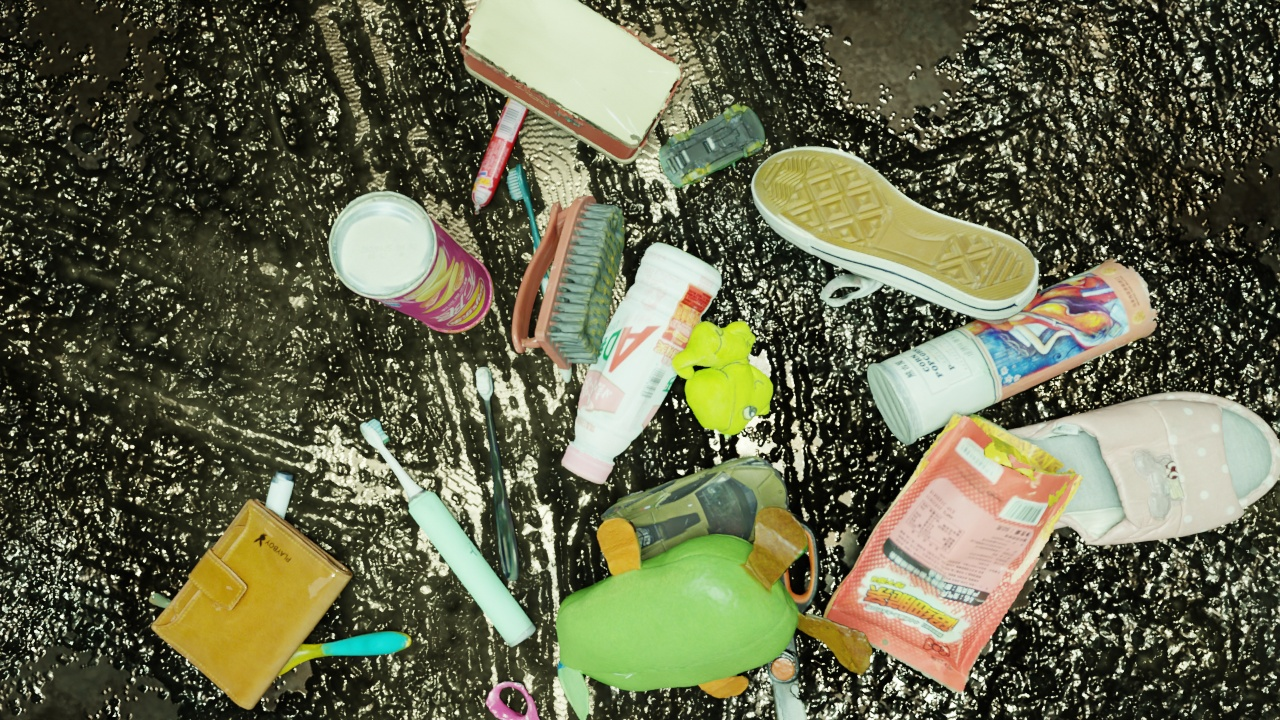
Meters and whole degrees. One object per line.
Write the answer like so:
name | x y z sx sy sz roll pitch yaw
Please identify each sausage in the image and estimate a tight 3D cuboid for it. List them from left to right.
sausage | -0.113 -0.197 0.783 0.020 0.020 0.156 22 87 2

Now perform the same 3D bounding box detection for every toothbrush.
toothbrush | -0.163 0.141 0.759 0.027 0.027 0.224 -40 86 33
toothbrush | -0.120 0.094 0.767 0.015 0.018 0.181 -9 88 -3
toothbrush | -0.086 -0.074 0.777 0.018 0.016 0.191 -14 86 16

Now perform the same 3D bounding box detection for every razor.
razor | -0.249 0.237 0.752 0.132 0.028 0.043 -10 77 6

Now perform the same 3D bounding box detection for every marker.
marker | -0.315 0.156 0.765 0.023 0.018 0.130 13 87 11

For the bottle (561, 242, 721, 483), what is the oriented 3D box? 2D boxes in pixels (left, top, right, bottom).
bottle | -0.004 0.004 0.748 0.068 0.068 0.197 26 91 3

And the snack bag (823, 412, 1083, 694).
snack bag | 0.242 0.151 0.718 0.128 0.073 0.208 26 107 3

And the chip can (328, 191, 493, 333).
chip can | -0.161 -0.066 0.680 0.071 0.210 0.071 0 86 0

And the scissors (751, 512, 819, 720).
scissors | 0.101 0.239 0.756 0.137 0.021 0.235 11 94 11

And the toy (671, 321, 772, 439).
toy | 0.067 0.016 0.742 0.096 0.031 0.100 -1 109 -23

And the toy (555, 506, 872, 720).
toy | 0.036 0.193 0.693 0.247 0.089 0.227 -19 119 23

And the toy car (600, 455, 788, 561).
toy car | 0.041 0.126 0.736 0.158 0.042 0.070 -24 86 16

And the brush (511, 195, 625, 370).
brush | -0.059 -0.070 0.743 0.069 0.063 0.145 4 67 18

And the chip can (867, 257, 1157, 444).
chip can | 0.296 -0.007 0.737 0.214 0.071 0.071 -24 86 -2

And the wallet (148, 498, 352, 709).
wallet | -0.317 0.190 0.739 0.119 0.035 0.130 36 87 3

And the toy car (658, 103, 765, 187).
toy car | 0.060 -0.178 0.770 0.091 0.036 0.043 -27 85 0

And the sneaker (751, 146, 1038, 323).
sneaker | 0.197 -0.091 0.740 0.241 0.088 0.118 30 74 24

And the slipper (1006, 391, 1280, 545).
slipper | 0.379 0.090 0.737 0.274 0.054 0.114 -8 87 3

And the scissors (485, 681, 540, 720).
scissors | -0.079 0.324 0.752 0.133 0.017 0.125 35 86 -1

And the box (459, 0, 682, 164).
box | -0.055 -0.242 0.741 0.168 0.079 0.091 29 87 -8
